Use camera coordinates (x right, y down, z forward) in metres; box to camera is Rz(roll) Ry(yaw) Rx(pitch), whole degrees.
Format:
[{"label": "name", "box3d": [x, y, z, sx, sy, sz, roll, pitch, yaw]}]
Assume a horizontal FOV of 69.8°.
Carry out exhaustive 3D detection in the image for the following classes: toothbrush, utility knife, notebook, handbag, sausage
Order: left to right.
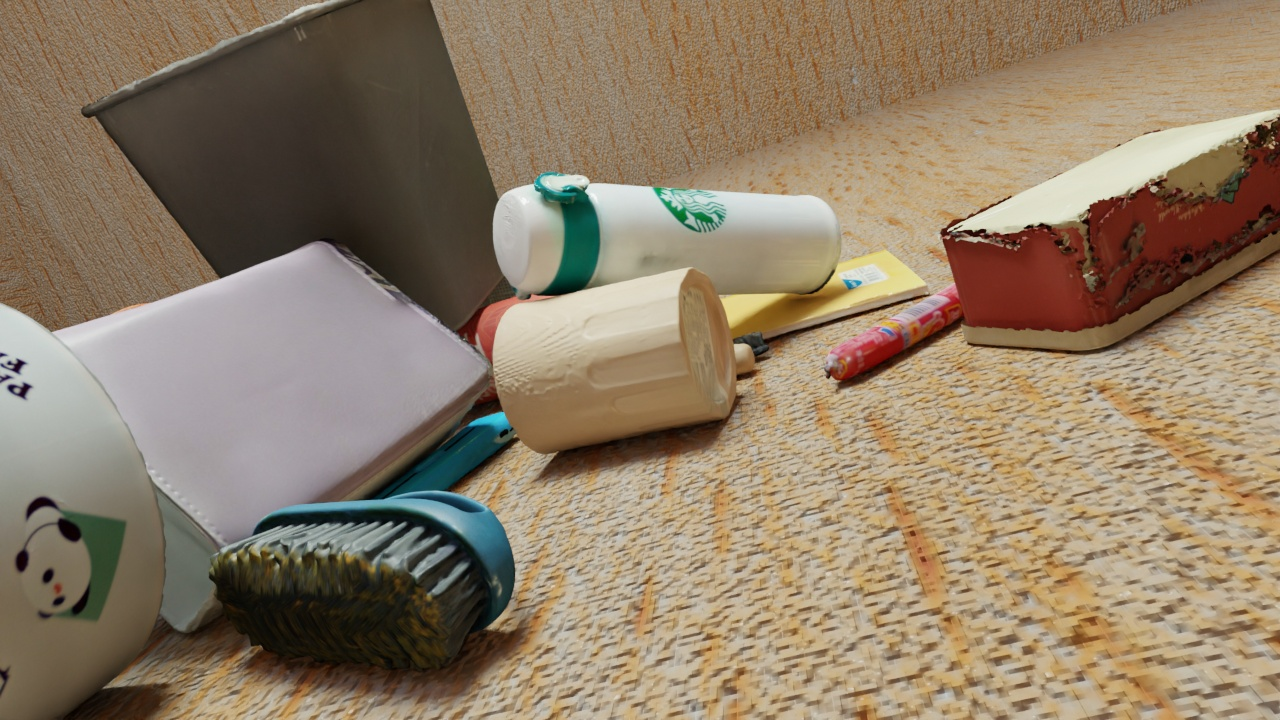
[{"label": "handbag", "box3d": [-0.197, 0.024, 0.483, 0.099, 0.145, 0.196, -44, -2, 37]}, {"label": "utility knife", "box3d": [-0.127, 0.073, 0.492, 0.034, 0.018, 0.185, -10, 17, 32]}, {"label": "toothbrush", "box3d": [-0.009, 0.011, 0.583, 0.190, 0.016, 0.014, -14, 9, 23]}, {"label": "notebook", "box3d": [0.084, -0.035, 0.646, 0.206, 0.010, 0.145, -17, 13, 9]}, {"label": "sausage", "box3d": [0.153, -0.023, 0.488, 0.155, 0.020, 0.020, -26, 15, -27]}]

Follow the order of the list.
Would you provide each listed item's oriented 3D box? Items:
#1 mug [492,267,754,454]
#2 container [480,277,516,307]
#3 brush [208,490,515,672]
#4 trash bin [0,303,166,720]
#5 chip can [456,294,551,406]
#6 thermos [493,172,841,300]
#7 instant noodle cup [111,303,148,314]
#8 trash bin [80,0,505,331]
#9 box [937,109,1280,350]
[{"label": "mug", "box3d": [-0.003, 0.003, 0.499, 0.104, 0.084, 0.124, -11, -11, 24]}, {"label": "container", "box3d": [-0.063, -0.054, 0.761, 0.112, 0.090, 0.089, -9, 16, 25]}, {"label": "brush", "box3d": [-0.102, 0.078, 0.356, 0.144, 0.055, 0.073, -9, 18, 37]}, {"label": "trash bin", "box3d": [-0.313, 0.089, 0.278, 0.230, 0.229, 0.251, -13, 9, 22]}, {"label": "chip can", "box3d": [-0.130, 0.001, 0.668, 0.217, 0.073, 0.073, -16, 14, 15]}, {"label": "thermos", "box3d": [0.020, -0.073, 0.552, 0.223, 0.073, 0.073, -4, 3, -35]}, {"label": "instant noodle cup", "box3d": [-0.410, 0.020, 0.837, 0.151, 0.151, 0.111, -18, 5, 3]}, {"label": "trash bin", "box3d": [-0.212, -0.126, 0.644, 0.199, 0.220, 0.198, -11, 27, 22]}, {"label": "box", "box3d": [0.235, -0.072, 0.445, 0.168, 0.077, 0.091, -25, 14, -22]}]
